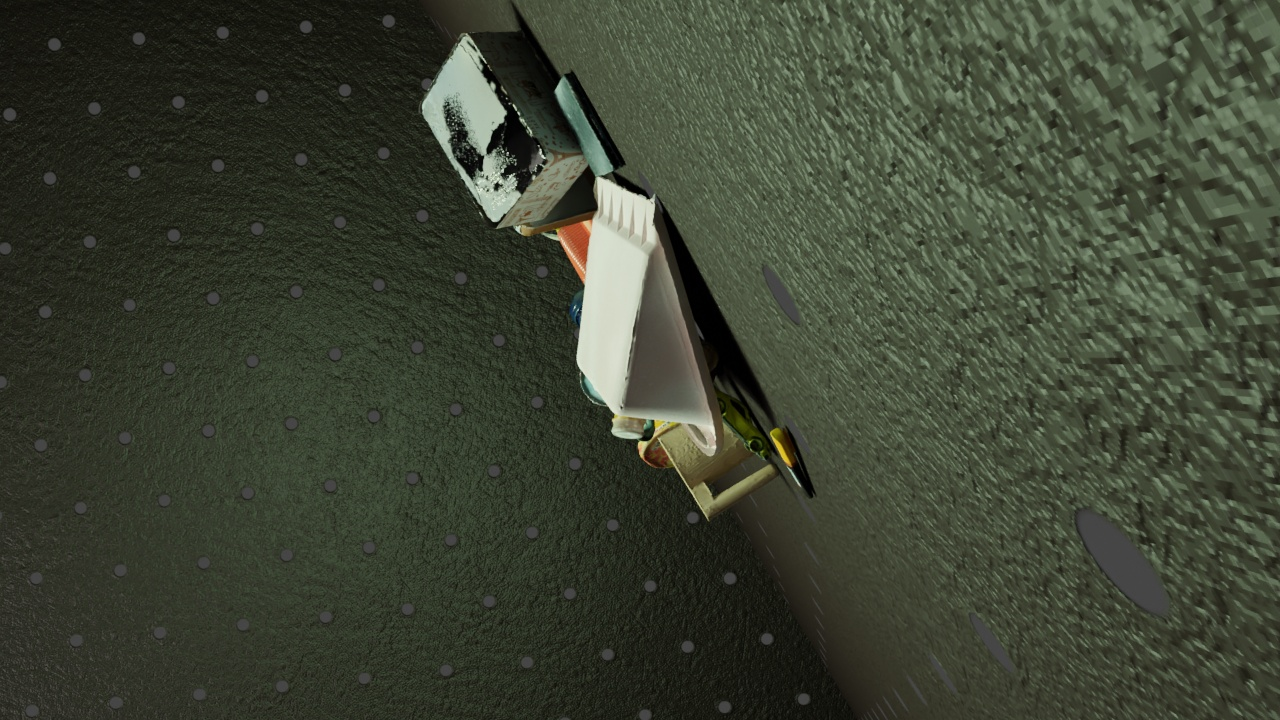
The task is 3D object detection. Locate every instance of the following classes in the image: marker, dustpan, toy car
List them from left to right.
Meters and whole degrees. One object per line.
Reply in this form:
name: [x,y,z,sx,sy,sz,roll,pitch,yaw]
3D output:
dustpan: [0.025,-0.042,0.930,0.222,0.138,0.274,-128,45,-64]
toy car: [0.113,0.070,1.038,0.105,0.032,0.048,47,177,2]
marker: [0.149,0.101,0.885,0.018,0.015,0.124,59,-179,43]

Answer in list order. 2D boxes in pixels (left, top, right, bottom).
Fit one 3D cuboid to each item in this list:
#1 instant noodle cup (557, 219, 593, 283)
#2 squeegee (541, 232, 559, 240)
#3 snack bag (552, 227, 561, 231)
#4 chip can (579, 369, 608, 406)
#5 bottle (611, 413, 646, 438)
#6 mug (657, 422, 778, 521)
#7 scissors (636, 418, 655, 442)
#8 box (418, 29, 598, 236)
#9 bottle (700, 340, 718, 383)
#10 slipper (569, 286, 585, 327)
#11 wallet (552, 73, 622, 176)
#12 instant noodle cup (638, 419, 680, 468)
instant noodle cup: [-0.040,-0.123,1.197,0.164,0.079,0.189,57,176,36]
squeegee: [-0.028,-0.120,1.506,0.246,0.039,0.247,52,163,-28]
snack bag: [-0.157,-0.284,1.386,0.246,0.068,0.158,61,-170,-88]
chip can: [-0.007,0.007,1.233,0.071,0.071,0.214,58,-157,3]
bottle: [-0.005,-0.003,1.080,0.068,0.068,0.189,63,-149,-69]
mug: [0.095,0.118,1.119,0.124,0.103,0.084,57,178,31]
scissors: [0.030,0.037,1.163,0.019,0.178,0.170,-2,139,39]
box: [-0.114,-0.254,1.038,0.157,0.192,0.183,-40,78,44]
bottle: [0.059,0.008,1.047,0.060,0.059,0.206,58,174,5]
slipper: [-0.051,-0.078,1.354,0.095,0.105,0.252,44,-173,-11]
wallet: [-0.053,-0.225,0.887,0.097,0.019,0.121,60,176,-13]
instant noodle cup: [0.049,0.078,1.371,0.138,0.138,0.109,62,-176,-59]
